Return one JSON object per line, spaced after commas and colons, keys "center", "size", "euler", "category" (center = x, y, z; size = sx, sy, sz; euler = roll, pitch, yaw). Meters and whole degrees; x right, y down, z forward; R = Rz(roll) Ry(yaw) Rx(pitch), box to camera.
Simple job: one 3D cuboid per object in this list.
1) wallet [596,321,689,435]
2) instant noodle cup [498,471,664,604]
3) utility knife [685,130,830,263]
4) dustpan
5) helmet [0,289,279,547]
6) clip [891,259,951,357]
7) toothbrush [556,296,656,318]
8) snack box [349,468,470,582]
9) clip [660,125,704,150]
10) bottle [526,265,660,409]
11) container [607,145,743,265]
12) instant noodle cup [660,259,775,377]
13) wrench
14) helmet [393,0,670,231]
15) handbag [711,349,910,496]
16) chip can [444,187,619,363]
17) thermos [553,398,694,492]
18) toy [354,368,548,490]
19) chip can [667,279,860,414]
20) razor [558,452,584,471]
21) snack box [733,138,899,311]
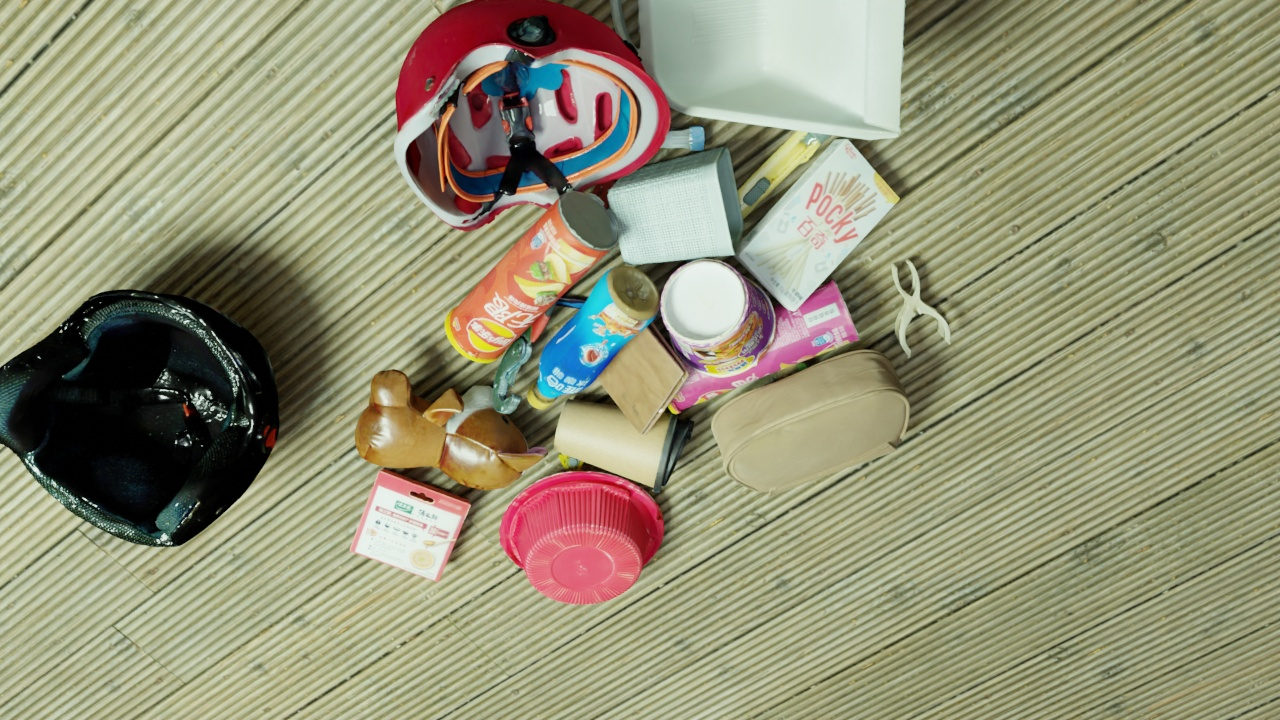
{"center": [-0.006, 0.006, 0.960], "size": [0.115, 0.020, 0.101], "euler": [52, 130, 26], "category": "wallet"}
{"center": [-0.067, 0.219, 1.065], "size": [0.194, 0.065, 0.194], "euler": [-2, 128, -2], "category": "instant noodle cup"}
{"center": [0.112, -0.166, 0.930], "size": [0.031, 0.020, 0.197], "euler": [42, 114, -10], "category": "utility knife"}
{"center": [0.084, -0.304, 0.768], "size": [0.142, 0.258, 0.223], "euler": [-14, 116, -18], "category": "dustpan"}
{"center": [-0.484, 0.048, 0.928], "size": [0.233, 0.230, 0.275], "euler": [32, 104, -6], "category": "helmet"}
{"center": [0.301, -0.055, 0.965], "size": [0.092, 0.035, 0.103], "euler": [4, 108, 4], "category": "clip"}
{"center": [-0.076, -0.063, 0.983], "size": [0.189, 0.016, 0.014], "euler": [9, 121, 1], "category": "toothbrush"}
{"center": [-0.269, 0.187, 1.086], "size": [0.113, 0.044, 0.127], "euler": [22, 115, -8], "category": "snack box"}
{"center": [0.035, -0.219, 0.903], "size": [0.058, 0.038, 0.026], "euler": [-1, 117, 1], "category": "clip"}
{"center": [-0.059, -0.013, 0.947], "size": [0.065, 0.065, 0.219], "euler": [32, 137, -13], "category": "bottle"}
{"center": [0.035, -0.146, 0.892], "size": [0.112, 0.090, 0.090], "euler": [-8, 114, 17], "category": "container"}
{"center": [0.071, -0.047, 0.897], "size": [0.112, 0.099, 0.111], "euler": [-3, 77, 14], "category": "instant noodle cup"}
{"center": [-0.093, -0.067, 0.953], "size": [0.016, 0.056, 0.274], "euler": [17, 107, -38], "category": "wrench"}
{"center": [-0.105, -0.238, 0.820], "size": [0.240, 0.143, 0.207], "euler": [-14, 154, -3], "category": "helmet"}
{"center": [0.183, 0.066, 0.987], "size": [0.205, 0.099, 0.148], "euler": [-21, 139, 10], "category": "handbag"}
{"center": [-0.110, -0.078, 0.905], "size": [0.073, 0.073, 0.217], "euler": [40, 130, -16], "category": "chip can"}
{"center": [-0.019, 0.088, 1.014], "size": [0.143, 0.092, 0.093], "euler": [15, 115, 4], "category": "thermos"}
{"center": [-0.205, 0.079, 1.005], "size": [0.199, 0.140, 0.130], "euler": [25, 72, -12], "category": "toy"}
{"center": [0.119, -0.014, 0.967], "size": [0.211, 0.071, 0.071], "euler": [-22, 113, 11], "category": "chip can"}
{"center": [-0.077, 0.156, 1.078], "size": [0.043, 0.028, 0.133], "euler": [-2, 117, -2], "category": "razor"}
{"center": [0.173, -0.134, 0.908], "size": [0.084, 0.027, 0.157], "euler": [42, 91, -17], "category": "snack box"}
